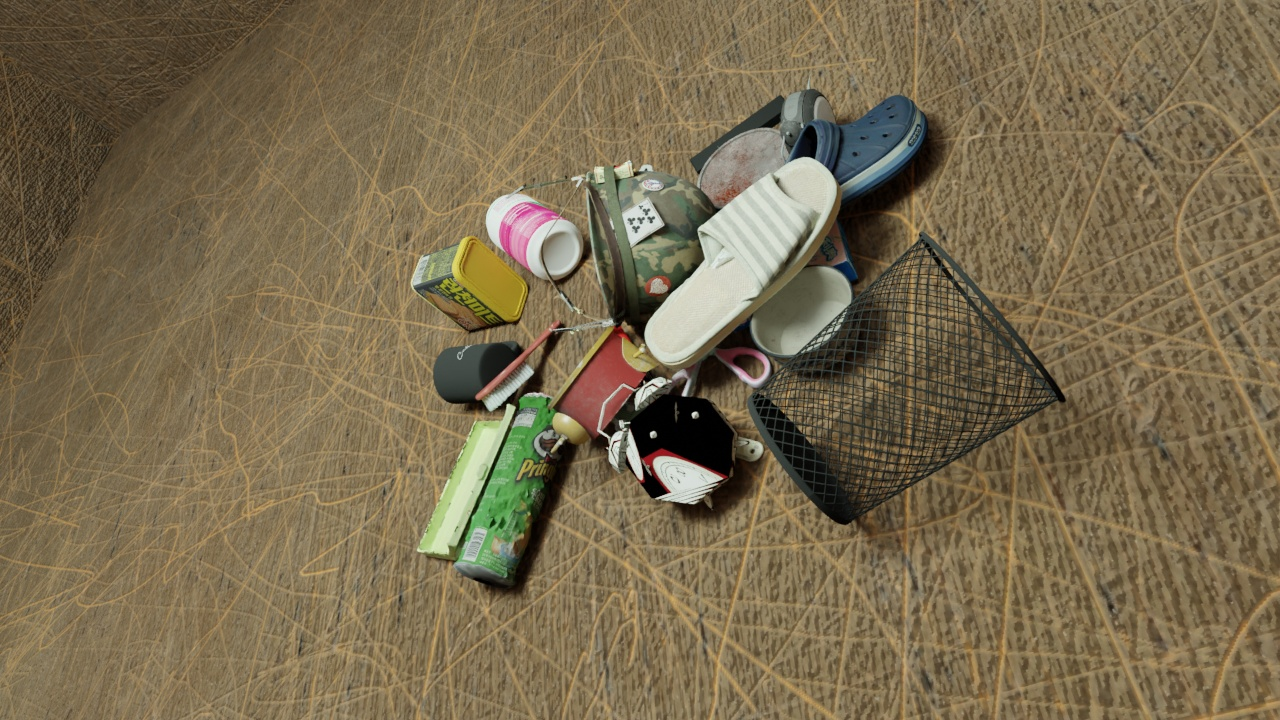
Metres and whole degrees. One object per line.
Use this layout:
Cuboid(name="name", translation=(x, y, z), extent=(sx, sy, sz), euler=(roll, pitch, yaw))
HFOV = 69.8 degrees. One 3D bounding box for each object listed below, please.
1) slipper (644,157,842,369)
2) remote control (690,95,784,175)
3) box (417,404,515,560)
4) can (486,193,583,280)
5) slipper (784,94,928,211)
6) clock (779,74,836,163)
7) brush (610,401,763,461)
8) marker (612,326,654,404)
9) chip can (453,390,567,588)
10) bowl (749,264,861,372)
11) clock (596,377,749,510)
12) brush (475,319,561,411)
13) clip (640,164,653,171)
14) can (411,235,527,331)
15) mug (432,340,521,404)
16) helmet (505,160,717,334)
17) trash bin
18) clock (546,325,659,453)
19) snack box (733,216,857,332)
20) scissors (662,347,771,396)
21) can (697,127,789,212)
Cuboid(name="slipper", translation=(0.102, -0.104, 0.983), extent=(0.273, 0.054, 0.114), euler=(-50, 55, 10))
Cuboid(name="remote control", translation=(0.136, -0.304, 1.244), extent=(0.150, 0.013, 0.034), euler=(-34, 43, 11))
Cuboid(name="box", translation=(-0.205, 0.152, 1.128), extent=(0.141, 0.048, 0.187), euler=(-32, 33, 58))
Cuboid(name="can", translation=(-0.156, -0.181, 1.325), extent=(0.088, 0.088, 0.166), euler=(-49, 42, -4))
Cuboid(name="slipper", translation=(0.212, -0.222, 1.036), extent=(0.253, 0.095, 0.105), euler=(-38, 20, 0))
Cuboid(name="clock", translation=(0.206, -0.278, 1.109), extent=(0.044, 0.091, 0.122), euler=(-6, 49, 35))
Cuboid(name="brush", translation=(0.046, 0.078, 1.019), extent=(0.218, 0.012, 0.033), euler=(13, 67, 42))
Cuboid(name="marker", translation=(-0.007, 0.006, 1.110), extent=(0.023, 0.021, 0.145), euler=(-57, 38, 21))
Cuboid(name="chip can", translation=(-0.143, 0.151, 1.067), extent=(0.076, 0.075, 0.222), euler=(-1, 59, 38))
Cuboid(name="bowl", translation=(0.180, -0.037, 0.965), extent=(0.116, 0.059, 0.115), euler=(-21, 47, 25))
Cuboid(name="clock", translation=(0.025, 0.081, 0.941), extent=(0.155, 0.065, 0.114), euler=(29, 92, 14))
Cuboid(name="brush", translation=(-0.150, 0.005, 1.196), extent=(0.041, 0.030, 0.171), euler=(-30, 14, 50))
Cuboid(name="clip", translation=(0.014, -0.243, 1.293), extent=(0.102, 0.040, 0.054), euler=(15, 87, 43))
Cuboid(name="can", translation=(-0.244, -0.105, 1.306), extent=(0.101, 0.131, 0.072), euler=(-12, 52, 35))
Cuboid(name="mug", translation=(-0.210, 0.008, 1.238), extent=(0.088, 0.078, 0.113), euler=(-5, 30, 36))
Cuboid(name="helmet", translation=(-0.025, -0.135, 1.096), extent=(0.237, 0.193, 0.223), euler=(-5, 16, 26))
Cuboid(name="trash bin", translation=(0.220, 0.026, 0.806), extent=(0.210, 0.184, 0.184), euler=(-40, 42, 15))
Cuboid(name="clock", translation=(-0.047, 0.044, 1.031), extent=(0.159, 0.081, 0.117), euler=(-52, 2, 4))
Cuboid(name="snack box", translation=(0.163, -0.100, 1.042), extent=(0.154, 0.033, 0.087), euler=(-24, 41, 22))
Cuboid(name="scissors", translation=(0.069, 0.006, 1.049), extent=(0.168, 0.014, 0.170), euler=(-42, 43, -6))
Cuboid(name="can", translation=(0.139, -0.230, 1.161), extent=(0.130, 0.044, 0.129), euler=(-21, 47, 25))
